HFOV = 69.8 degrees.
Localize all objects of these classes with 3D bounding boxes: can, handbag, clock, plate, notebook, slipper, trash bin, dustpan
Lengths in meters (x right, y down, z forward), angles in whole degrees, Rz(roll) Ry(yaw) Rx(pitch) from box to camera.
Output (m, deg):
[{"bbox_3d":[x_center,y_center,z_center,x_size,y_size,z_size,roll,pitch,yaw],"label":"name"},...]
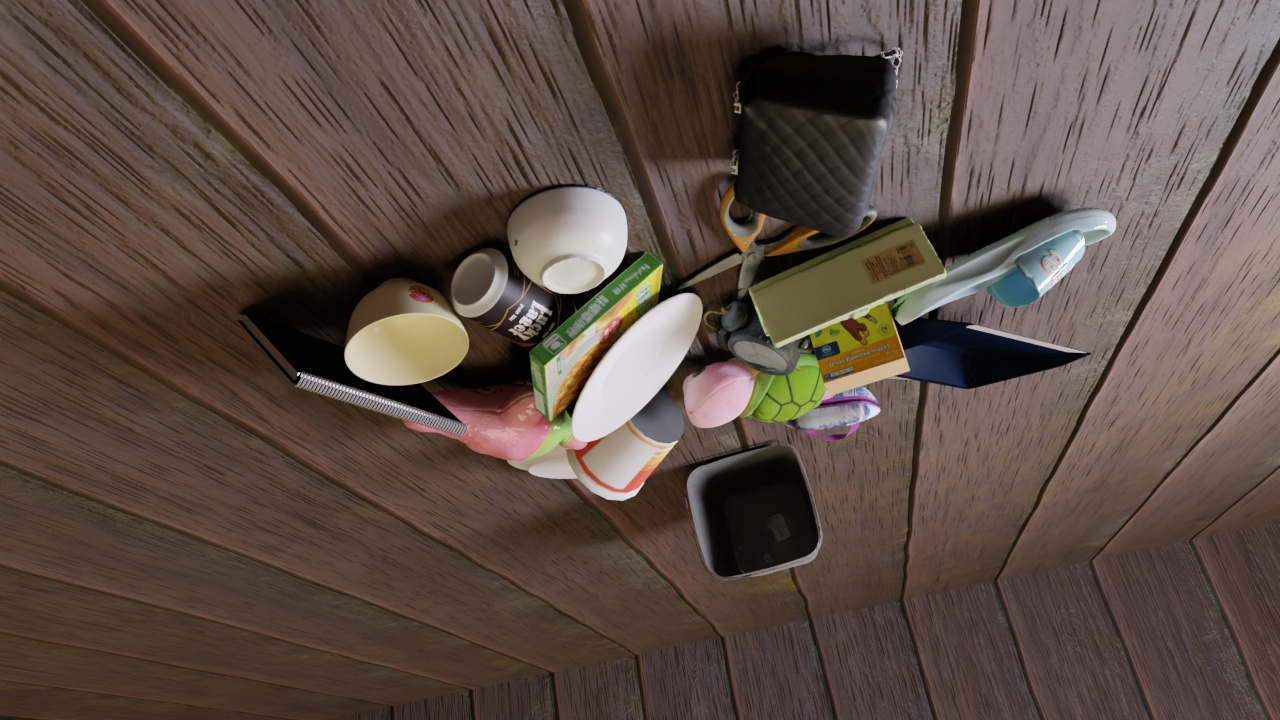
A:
[{"bbox_3d":[-0.124,-0.057,0.915,0.072,0.071,0.128,-24,150,24],"label":"can"},{"bbox_3d":[0.276,0.083,1.339,0.145,0.068,0.170,-8,161,13],"label":"handbag"},{"bbox_3d":[0.134,-0.030,1.056,0.129,0.052,0.090,25,160,8],"label":"clock"},{"bbox_3d":[-0.006,0.006,1.027,0.208,0.015,0.209,-42,159,-20],"label":"plate"},{"bbox_3d":[-0.292,0.016,0.943,0.206,0.149,0.016,26,96,-49],"label":"notebook"},{"bbox_3d":[0.390,-0.088,0.984,0.245,0.074,0.104,-25,172,0],"label":"slipper"},{"bbox_3d":[0.201,0.266,1.532,0.198,0.197,0.220,-17,158,10],"label":"trash bin"},{"bbox_3d":[0.368,-0.001,1.154,0.236,0.080,0.273,9,-178,-33],"label":"dustpan"},{"bbox_3d":[0.140,-0.194,0.758,0.125,0.114,0.154,11,158,9],"label":"handbag"},{"bbox_3d":[-0.100,0.151,1.348,0.188,0.016,0.189,-3,160,-1],"label":"plate"}]

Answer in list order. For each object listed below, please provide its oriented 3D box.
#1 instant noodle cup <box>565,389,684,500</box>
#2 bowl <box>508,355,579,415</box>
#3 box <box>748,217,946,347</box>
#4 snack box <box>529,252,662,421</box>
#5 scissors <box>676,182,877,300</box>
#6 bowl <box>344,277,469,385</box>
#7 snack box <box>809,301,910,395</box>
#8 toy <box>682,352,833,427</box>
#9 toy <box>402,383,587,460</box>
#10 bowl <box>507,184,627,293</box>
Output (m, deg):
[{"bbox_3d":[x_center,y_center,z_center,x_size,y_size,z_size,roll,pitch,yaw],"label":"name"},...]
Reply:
[{"bbox_3d":[-0.015,0.101,1.217,0.123,0.123,0.121,11,139,-35],"label":"instant noodle cup"},{"bbox_3d":[-0.089,0.020,1.069,0.052,0.124,0.124,-52,147,-2],"label":"bowl"},{"bbox_3d":[0.213,-0.074,0.965,0.188,0.091,0.083,-22,158,7],"label":"box"},{"bbox_3d":[-0.045,-0.022,0.957,0.167,0.027,0.132,-43,162,-21],"label":"snack box"},{"bbox_3d":[0.136,-0.122,0.940,0.225,0.016,0.225,-9,155,-2],"label":"scissors"},{"bbox_3d":[-0.234,-0.039,0.904,0.118,0.074,0.118,-13,149,-8],"label":"bowl"},{"bbox_3d":[0.234,-0.037,1.016,0.088,0.125,0.040,-19,152,17],"label":"snack box"},{"bbox_3d":[0.162,0.034,1.172,0.237,0.087,0.191,-2,148,-29],"label":"toy"},{"bbox_3d":[-0.179,0.070,1.109,0.236,0.096,0.193,12,163,-38],"label":"toy"},{"bbox_3d":[-0.065,-0.104,0.856,0.113,0.063,0.114,-8,154,-4],"label":"bowl"}]
